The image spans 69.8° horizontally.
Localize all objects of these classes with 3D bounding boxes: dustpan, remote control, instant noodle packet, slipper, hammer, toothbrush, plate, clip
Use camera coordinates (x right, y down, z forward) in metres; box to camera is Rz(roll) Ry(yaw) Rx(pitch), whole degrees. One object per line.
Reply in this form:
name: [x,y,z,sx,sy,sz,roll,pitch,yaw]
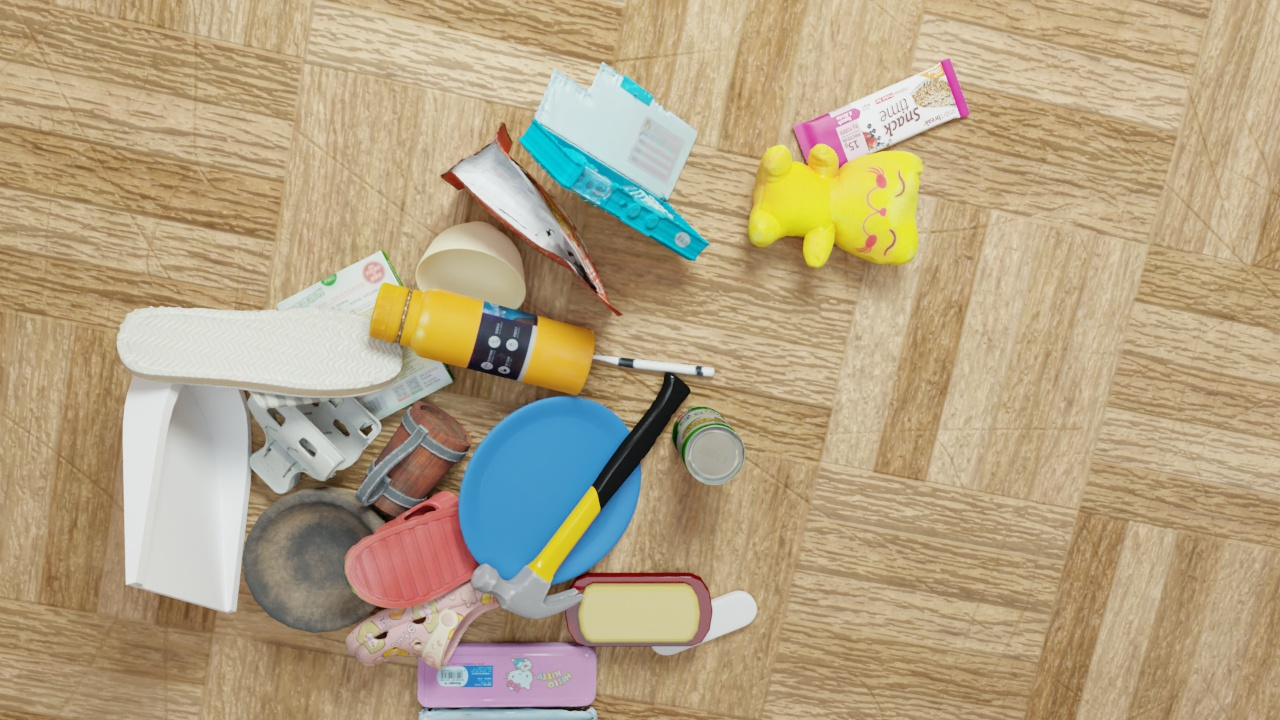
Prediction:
dustpan: [-0.453,0.114,0.948,0.053,0.192,0.257,-14,67,-2]
remote control: [0.075,0.318,1.111,0.136,0.013,0.043,-21,98,-1]
instant noodle packet: [-0.099,-0.129,0.968,0.084,0.164,0.221,-41,97,0]
slipper: [-0.383,-0.006,0.944,0.272,0.114,0.054,2,141,-31]
hammer: [-0.047,0.152,1.042,0.127,0.029,0.323,44,79,-32]
slipper: [-0.234,0.308,1.042,0.197,0.093,0.081,-21,70,-5]
toothbrush: [-0.006,0.006,1.068,0.187,0.012,0.017,6,110,-5]
plate: [-0.102,0.147,1.040,0.224,0.024,0.224,-8,107,-29]
slipper: [-0.212,0.198,1.032,0.248,0.059,0.103,-18,108,-29]
clip: [-0.379,0.084,1.005,0.126,0.105,0.152,45,95,3]

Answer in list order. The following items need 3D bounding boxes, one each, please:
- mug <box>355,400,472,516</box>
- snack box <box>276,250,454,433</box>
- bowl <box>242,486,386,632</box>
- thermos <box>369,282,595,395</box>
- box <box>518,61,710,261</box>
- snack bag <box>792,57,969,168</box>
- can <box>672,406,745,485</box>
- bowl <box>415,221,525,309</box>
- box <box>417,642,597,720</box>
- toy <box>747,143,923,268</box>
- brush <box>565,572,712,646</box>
mug: [-0.258,0.112,1.014,0.081,0.117,0.111,40,97,10]
snack box: [-0.308,-0.020,1.036,0.132,0.027,0.168,-27,98,-1]
bowl: [-0.357,0.219,1.041,0.162,0.070,0.162,0,97,-4]
thermos: [-0.173,-0.022,0.996,0.232,0.092,0.076,14,56,-14]
box: [-0.023,-0.203,0.952,0.087,0.227,0.168,-18,66,33]
snack bag: [0.276,-0.275,1.049,0.196,0.016,0.070,-23,99,-1]
can: [0.074,0.094,1.028,0.067,0.121,0.067,0,97,-4]
bowl: [-0.180,-0.110,1.005,0.118,0.118,0.073,8,54,-5]
box: [-0.158,0.410,1.098,0.214,0.040,0.151,1,101,-4]
toy: [0.214,-0.168,1.023,0.194,0.087,0.134,2,94,-6]
brush: [-0.002,0.295,1.079,0.173,0.042,0.082,0,89,0]
